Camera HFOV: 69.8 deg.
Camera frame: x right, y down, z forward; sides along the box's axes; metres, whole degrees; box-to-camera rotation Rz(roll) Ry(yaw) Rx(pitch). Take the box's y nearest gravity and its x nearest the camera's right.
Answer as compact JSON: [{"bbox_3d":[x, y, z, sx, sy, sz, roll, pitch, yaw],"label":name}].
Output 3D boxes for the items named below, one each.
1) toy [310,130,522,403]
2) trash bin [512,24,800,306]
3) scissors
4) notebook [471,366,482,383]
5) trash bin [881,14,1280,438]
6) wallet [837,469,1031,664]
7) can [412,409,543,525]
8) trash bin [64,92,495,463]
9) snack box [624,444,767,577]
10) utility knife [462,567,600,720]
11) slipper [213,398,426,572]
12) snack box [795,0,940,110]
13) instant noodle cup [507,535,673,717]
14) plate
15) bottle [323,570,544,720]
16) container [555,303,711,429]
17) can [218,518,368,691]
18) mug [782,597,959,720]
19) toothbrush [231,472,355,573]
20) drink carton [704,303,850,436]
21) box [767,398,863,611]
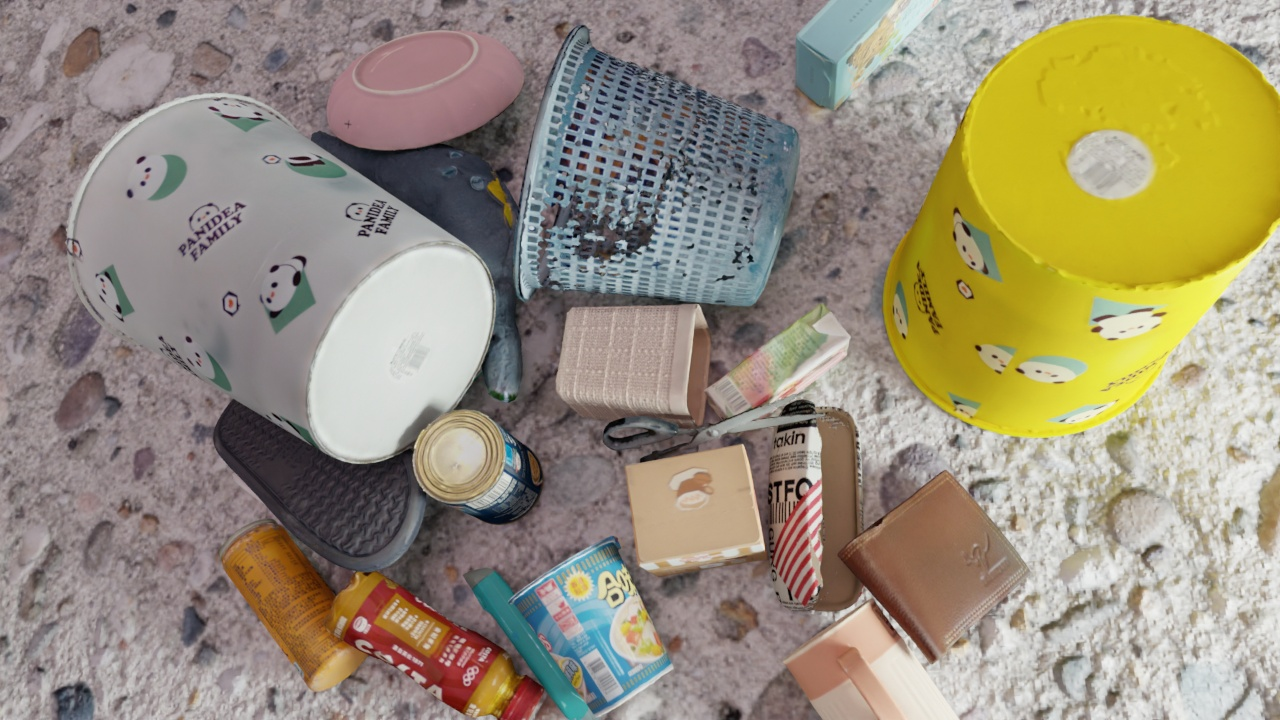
[{"bbox_3d":[-0.177,-0.117,0.831,0.138,0.091,0.356,-37,67,-1],"label":"toy"},{"bbox_3d":[0.019,-0.136,0.752,0.195,0.227,0.226,14,75,2],"label":"trash bin"},{"bbox_3d":[0.049,0.055,0.713,0.162,0.165,0.014,14,53,-8],"label":"scissors"},{"bbox_3d":[-0.247,-0.024,0.856,0.209,0.012,0.150,42,82,18],"label":"notebook"},{"bbox_3d":[0.301,-0.085,0.649,0.230,0.255,0.229,-3,72,9],"label":"trash bin"},{"bbox_3d":[0.220,0.150,0.680,0.124,0.032,0.101,-27,68,-31],"label":"wallet"},{"bbox_3d":[-0.129,0.088,0.745,0.075,0.111,0.075,-3,72,9],"label":"can"},{"bbox_3d":[-0.268,-0.058,0.722,0.252,0.229,0.229,29,79,25],"label":"trash bin"},{"bbox_3d":[0.045,0.119,0.713,0.093,0.094,0.077,-11,70,7],"label":"snack box"},{"bbox_3d":[-0.085,0.236,0.743,0.029,0.013,0.174,-40,73,-2],"label":"utility knife"},{"bbox_3d":[-0.265,0.097,0.793,0.268,0.083,0.110,25,71,35],"label":"slipper"},{"bbox_3d":[0.214,-0.317,0.835,0.051,0.074,0.174,42,83,20],"label":"snack box"},{"bbox_3d":[-0.032,0.206,0.704,0.099,0.099,0.110,-32,76,-1],"label":"instant noodle cup"},{"bbox_3d":[-0.208,-0.268,0.871,0.192,0.039,0.192,-6,45,5],"label":"plate"},{"bbox_3d":[-0.159,0.230,0.720,0.175,0.057,0.057,31,79,2],"label":"bottle"},{"bbox_3d":[-0.005,0.004,0.764,0.111,0.090,0.089,3,73,14],"label":"container"},{"bbox_3d":[-0.288,0.202,0.765,0.058,0.058,0.146,-44,70,-6],"label":"can"},{"bbox_3d":[0.164,0.234,0.645,0.081,0.114,0.106,-35,72,-2],"label":"mug"},{"bbox_3d":[-0.298,0.151,0.807,0.180,0.016,0.016,32,86,17],"label":"toothbrush"},{"bbox_3d":[0.115,0.010,0.758,0.122,0.053,0.045,-35,71,-2],"label":"drink carton"},{"bbox_3d":[0.142,0.114,0.722,0.086,0.076,0.163,7,73,-24],"label":"box"}]
